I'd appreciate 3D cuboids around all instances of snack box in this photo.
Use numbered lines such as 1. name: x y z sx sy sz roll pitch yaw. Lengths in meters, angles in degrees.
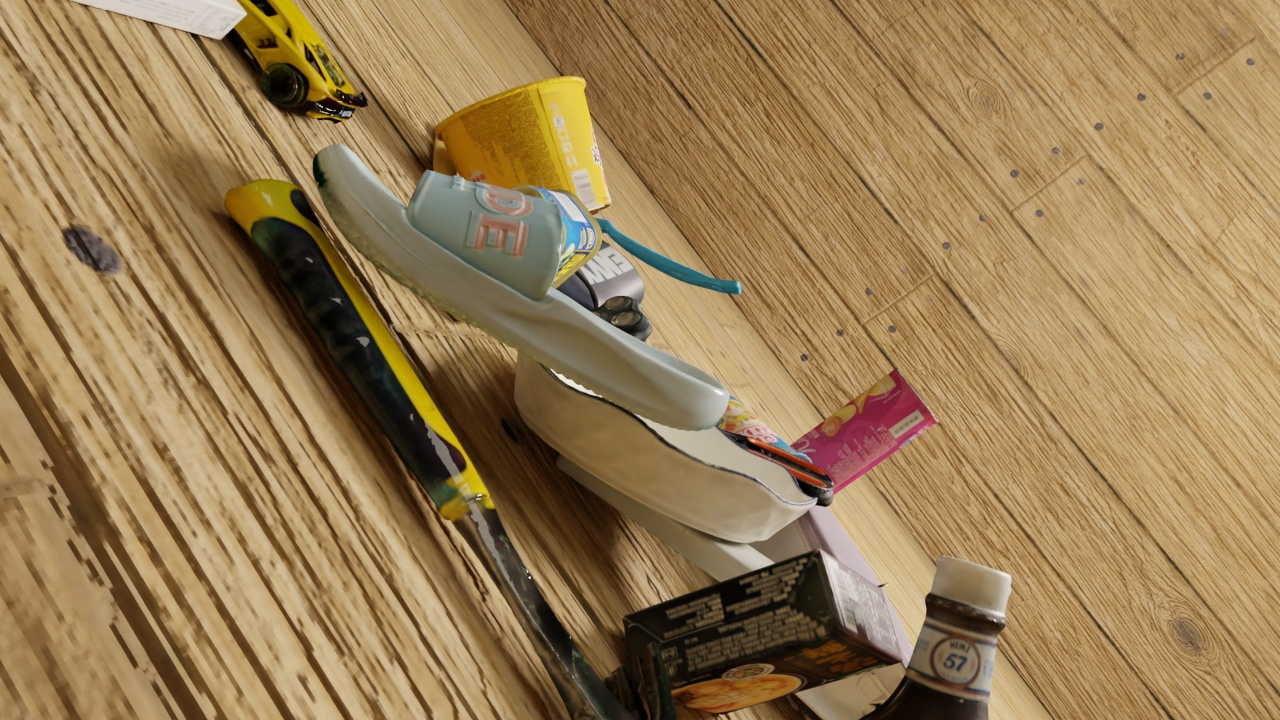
1. snack box: 0.071 0.147 0.492 0.125 0.113 0.053 38 34 -49
2. snack box: -0.279 -0.218 0.476 0.084 0.027 0.156 51 11 -5

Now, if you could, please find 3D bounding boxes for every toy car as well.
1. toy car: -0.242 -0.216 0.590 0.156 0.041 0.071 49 11 -8

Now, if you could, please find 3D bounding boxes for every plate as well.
1. plate: 0.008 0.051 0.577 0.205 0.045 0.205 28 3 -2

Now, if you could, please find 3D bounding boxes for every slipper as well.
1. slipper: -0.049 -0.076 0.832 0.110 0.083 0.268 51 9 3
2. slipper: -0.053 -0.044 0.471 0.245 0.074 0.104 31 4 -12

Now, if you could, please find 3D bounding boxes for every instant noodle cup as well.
1. instant noodle cup: -0.093 -0.166 0.788 0.138 0.138 0.110 -55 126 -79
2. instant noodle cup: 0.090 0.090 0.861 0.099 0.099 0.110 40 9 -48

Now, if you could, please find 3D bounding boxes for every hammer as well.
1. hammer: -0.085 0.051 0.401 0.323 0.032 0.126 54 11 13

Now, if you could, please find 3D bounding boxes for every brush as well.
1. brush: -0.021 -0.113 0.883 0.255 0.046 0.083 25 -9 17

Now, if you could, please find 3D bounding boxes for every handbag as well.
1. handbag: 0.137 0.187 0.702 0.145 0.098 0.196 46 11 -18

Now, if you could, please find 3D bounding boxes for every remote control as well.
1. remote control: 0.015 0.095 0.554 0.150 0.021 0.058 30 3 28

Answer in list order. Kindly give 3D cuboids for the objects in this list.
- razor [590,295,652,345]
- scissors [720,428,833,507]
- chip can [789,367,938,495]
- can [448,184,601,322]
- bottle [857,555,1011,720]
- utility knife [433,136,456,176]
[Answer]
1. razor: -0.005 0.004 0.767 0.167 0.062 0.067 63 32 -59
2. scissors: 0.045 0.055 0.718 0.235 0.022 0.141 27 9 27
3. chip can: 0.198 0.097 0.944 0.071 0.211 0.071 50 11 -13
4. can: -0.084 -0.070 0.614 0.057 0.102 0.083 52 14 2
5. bottle: 0.139 0.193 0.443 0.080 0.194 0.044 13 -9 29
6. utility knife: -0.172 -0.180 0.821 0.031 0.022 0.210 51 16 -32
